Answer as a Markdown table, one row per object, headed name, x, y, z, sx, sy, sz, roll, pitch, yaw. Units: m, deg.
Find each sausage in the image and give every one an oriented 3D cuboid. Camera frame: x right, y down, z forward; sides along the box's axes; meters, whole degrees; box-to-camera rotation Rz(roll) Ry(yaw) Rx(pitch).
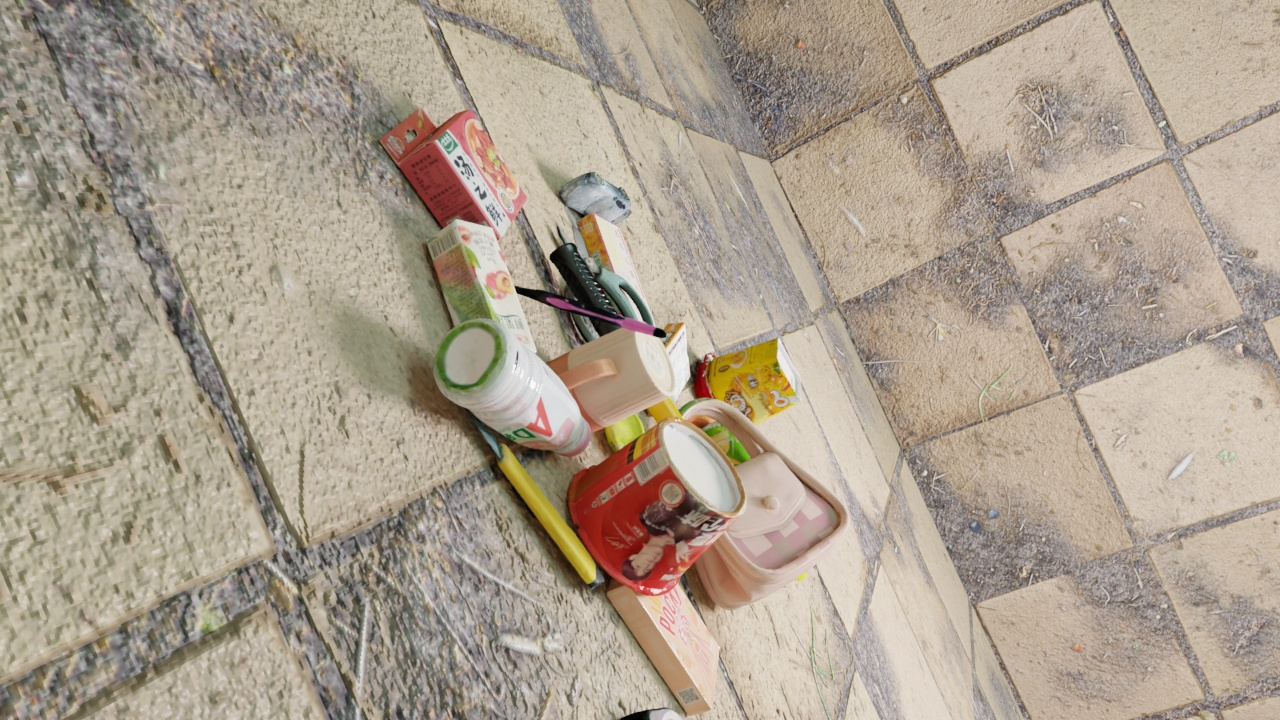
| name | x | y | z | sx | sy | sz | roll | pitch | yaw |
| --- | --- | --- | --- | --- | --- | --- | --- | --- | --- |
| sausage | 0.062 | 0.075 | 1.165 | 0.165 | 0.021 | 0.021 | 16 | 52 | -64 |

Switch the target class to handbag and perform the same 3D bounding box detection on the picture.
| name | x | y | z | sx | sy | sz | roll | pitch | yaw |
| --- | --- | --- | --- | --- | --- | --- | --- | --- | --- |
| handbag | 0.115 | 0.149 | 1.060 | 0.192 | 0.094 | 0.234 | -18 | 70 | -44 |

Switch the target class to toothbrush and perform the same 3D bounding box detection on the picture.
| name | x | y | z | sx | sy | sz | roll | pitch | yaw |
| --- | --- | --- | --- | --- | --- | --- | --- | --- | --- |
| toothbrush | -0.066 | -0.051 | 0.829 | 0.189 | 0.014 | 0.017 | 17 | 13 | -3 |

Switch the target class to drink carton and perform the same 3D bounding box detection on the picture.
| name | x | y | z | sx | sy | sz | roll | pitch | yaw |
| --- | --- | --- | --- | --- | --- | --- | --- | --- | --- |
| drink carton | -0.137 | -0.054 | 0.779 | 0.053 | 0.046 | 0.122 | 3 | 63 | -62 |

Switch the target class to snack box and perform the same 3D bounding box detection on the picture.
| name | x | y | z | sx | sy | sz | roll | pitch | yaw |
| --- | --- | --- | --- | --- | --- | --- | --- | --- | --- |
| snack box | -0.166 | -0.175 | 0.846 | 0.127 | 0.044 | 0.113 | 56 | 22 | -22 |
| snack box | -0.027 | -0.102 | 1.137 | 0.077 | 0.027 | 0.155 | 14 | 54 | -65 |
| snack box | 0.033 | 0.008 | 1.129 | 0.153 | 0.026 | 0.075 | -52 | 137 | -67 |
| snack box | 0.025 | 0.248 | 0.864 | 0.157 | 0.026 | 0.084 | 59 | 21 | -17 |

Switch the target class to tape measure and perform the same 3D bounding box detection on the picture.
| name | x | y | z | sx | sy | sz | roll | pitch | yaw |
| --- | --- | --- | --- | --- | --- | --- | --- | --- | --- |
| tape measure | 0.015 | 0.319 | 0.748 | 0.066 | 0.034 | 0.065 | 30 | 42 | -55 |

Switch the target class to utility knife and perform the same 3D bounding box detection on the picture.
| name | x | y | z | sx | sy | sz | roll | pitch | yaw |
| --- | --- | --- | --- | --- | --- | --- | --- | --- | --- |
| utility knife | -0.092 | 0.107 | 0.749 | 0.216 | 0.015 | 0.033 | 56 | 4 | -16 |

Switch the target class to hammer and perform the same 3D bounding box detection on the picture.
| name | x | y | z | sx | sy | sz | roll | pitch | yaw |
| --- | --- | --- | --- | --- | --- | --- | --- | --- | --- |
| hammer | -0.006 | 0.006 | 0.964 | 0.300 | 0.033 | 0.128 | 57 | 14 | 9 |

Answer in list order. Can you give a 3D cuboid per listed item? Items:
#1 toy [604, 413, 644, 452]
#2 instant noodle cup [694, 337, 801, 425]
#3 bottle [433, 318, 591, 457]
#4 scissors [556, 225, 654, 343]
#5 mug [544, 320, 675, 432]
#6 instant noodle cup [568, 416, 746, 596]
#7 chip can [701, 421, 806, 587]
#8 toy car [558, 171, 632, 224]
| name | x | y | z | sx | sy | sz | roll | pitch | yaw |
| --- | --- | --- | --- | --- | --- | --- | --- | --- | --- |
| toy | -0.019 | 0.062 | 0.963 | 0.100 | 0.031 | 0.096 | 68 | 18 | 8 |
| instant noodle cup | 0.155 | 0.036 | 1.293 | 0.116 | 0.124 | 0.115 | 58 | 22 | -19 |
| bottle | -0.092 | 0.033 | 0.748 | 0.197 | 0.068 | 0.068 | 49 | 24 | -60 |
| scissors | -0.038 | -0.081 | 1.058 | 0.170 | 0.019 | 0.176 | 11 | 54 | -47 |
| mug | -0.036 | 0.017 | 0.860 | 0.114 | 0.106 | 0.081 | 11 | 57 | -66 |
| instant noodle cup | 0.021 | 0.126 | 0.824 | 0.138 | 0.109 | 0.137 | 37 | 26 | -22 |
| chip can | 0.136 | 0.179 | 1.157 | 0.072 | 0.073 | 0.221 | 9 | 59 | -66 |
| toy car | -0.053 | -0.199 | 1.144 | 0.120 | 0.054 | 0.036 | 18 | 48 | -63 |
